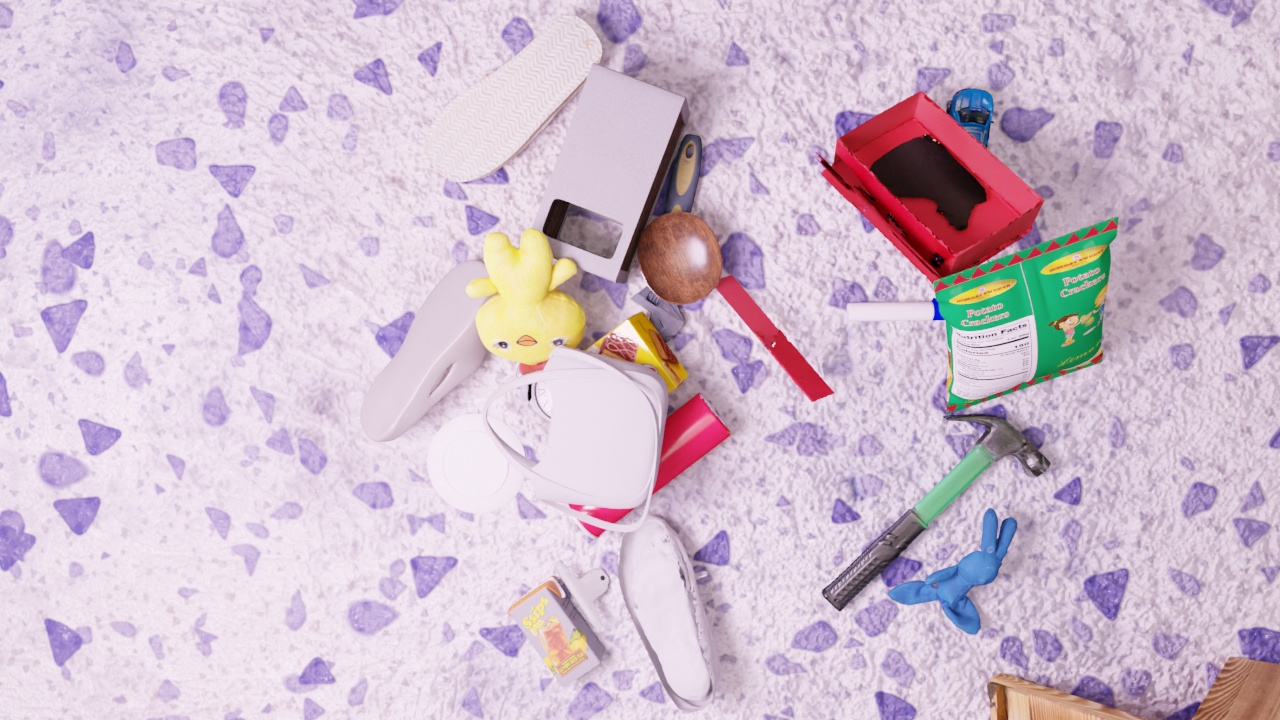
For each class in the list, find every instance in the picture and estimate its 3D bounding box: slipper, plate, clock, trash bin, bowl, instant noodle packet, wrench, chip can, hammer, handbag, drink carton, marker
[{"bbox_3d":[-0.159,-0.327,1.158,0.263,0.052,0.115,-37,88,11],"label":"slipper"},{"bbox_3d":[-0.220,0.138,1.219,0.134,0.011,0.134,0,94,6],"label":"plate"},{"bbox_3d":[-0.104,0.033,1.187,0.122,0.035,0.094,29,96,3],"label":"clock"},{"bbox_3d":[-0.037,-0.222,1.121,0.114,0.114,0.229,22,96,4],"label":"trash bin"},{"bbox_3d":[0.043,0.317,1.173,0.112,0.074,0.246,-20,82,1],"label":"slipper"},{"bbox_3d":[-0.255,-0.002,1.182,0.113,0.080,0.266,33,90,45],"label":"slipper"},{"bbox_3d":[0.049,-0.127,1.142,0.102,0.026,0.114,-18,96,4],"label":"bowl"},{"bbox_3d":[0.439,-0.041,1.050,0.196,0.253,0.090,-20,49,7],"label":"instant noodle packet"},{"bbox_3d":[0.040,-0.150,1.165,0.073,0.022,0.273,13,96,5],"label":"wrench"},{"bbox_3d":[0.010,0.134,1.167,0.221,0.069,0.069,-38,90,7],"label":"chip can"},{"bbox_3d":[0.351,0.195,1.156,0.130,0.032,0.319,43,98,1],"label":"hammer"},{"bbox_3d":[-0.085,0.093,1.094,0.223,0.095,0.216,8,96,7],"label":"handbag"},{"bbox_3d":[-0.110,0.355,1.205,0.076,0.048,0.125,-36,90,8],"label":"drink carton"},{"bbox_3d":[0.325,-0.063,1.142,0.133,0.023,0.027,0,73,6],"label":"marker"}]

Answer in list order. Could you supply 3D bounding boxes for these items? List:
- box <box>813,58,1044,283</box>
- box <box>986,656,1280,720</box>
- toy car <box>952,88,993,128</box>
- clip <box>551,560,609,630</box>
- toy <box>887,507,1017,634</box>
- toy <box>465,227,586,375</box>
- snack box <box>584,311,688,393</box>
[{"bbox_3d":[0.320,-0.213,1.010,0.164,0.153,0.213,-30,62,-14],"label":"box"},{"bbox_3d":[0.603,0.522,1.096,0.335,0.285,0.279,-1,96,42],"label":"box"},{"bbox_3d":[0.397,-0.268,1.108,0.056,0.043,0.120,7,95,5],"label":"toy car"},{"bbox_3d":[-0.074,0.302,1.211,0.058,0.052,0.102,-32,91,36],"label":"clip"},{"bbox_3d":[0.405,0.266,1.134,0.112,0.071,0.177,31,111,-10],"label":"toy"},{"bbox_3d":[-0.135,-0.069,1.101,0.134,0.208,0.092,-5,50,2],"label":"toy"},{"bbox_3d":[-0.007,0.007,1.154,0.084,0.061,0.106,-35,91,22],"label":"snack box"}]
